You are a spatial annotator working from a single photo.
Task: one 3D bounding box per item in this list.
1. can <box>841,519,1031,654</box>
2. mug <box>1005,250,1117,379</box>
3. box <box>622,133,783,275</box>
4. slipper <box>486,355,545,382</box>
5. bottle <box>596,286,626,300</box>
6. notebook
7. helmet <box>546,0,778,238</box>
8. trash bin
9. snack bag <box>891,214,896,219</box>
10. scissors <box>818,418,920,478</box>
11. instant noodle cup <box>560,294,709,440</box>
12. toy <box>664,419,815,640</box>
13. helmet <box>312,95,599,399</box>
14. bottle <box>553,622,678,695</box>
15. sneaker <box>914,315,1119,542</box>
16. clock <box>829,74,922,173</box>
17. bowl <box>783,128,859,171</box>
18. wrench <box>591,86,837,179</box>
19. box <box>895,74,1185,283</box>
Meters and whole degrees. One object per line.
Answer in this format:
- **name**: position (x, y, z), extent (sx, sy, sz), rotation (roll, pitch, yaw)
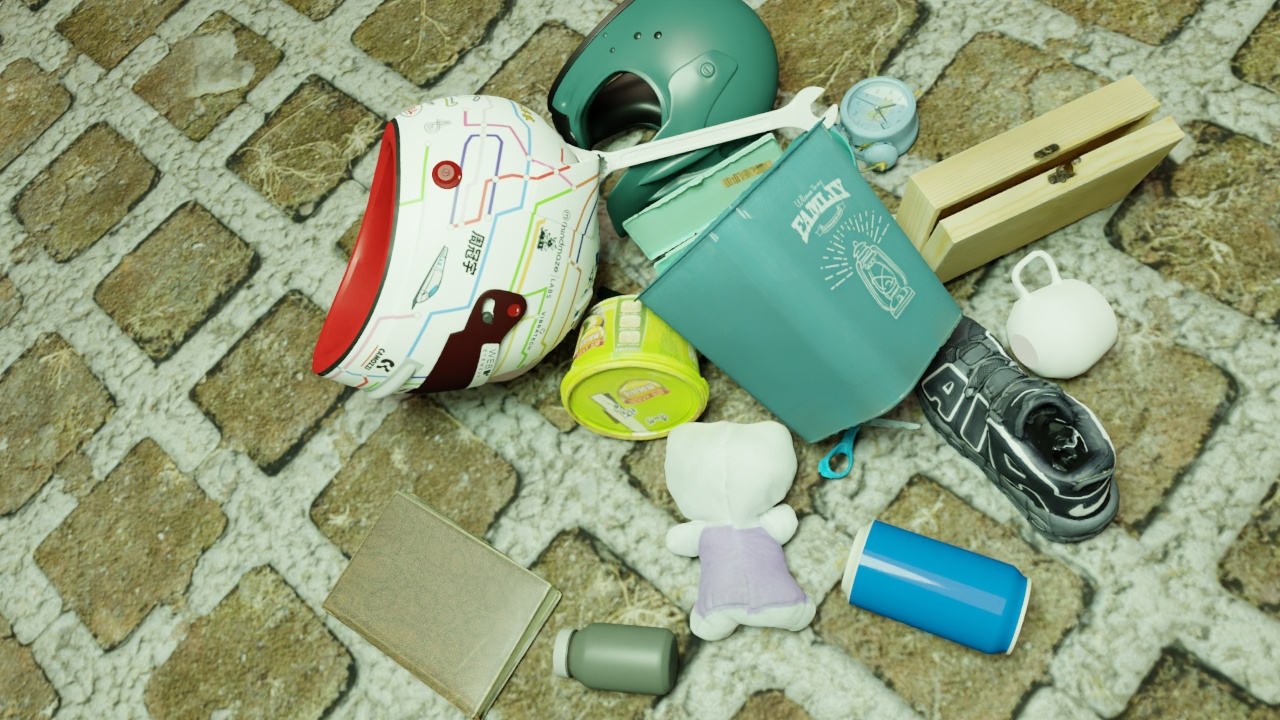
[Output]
- **can**: position (0.256, 0.198, 0.805), extent (0.146, 0.079, 0.078), rotation (17, 71, 20)
- **mug**: position (0.386, -0.042, 0.866), extent (0.076, 0.090, 0.124), rotation (-29, 98, -9)
- **box**: position (0.089, -0.143, 0.979), extent (0.187, 0.112, 0.078), rotation (-29, 41, 13)
- **slipper**: position (-0.198, -0.025, 1.032), extent (0.222, 0.056, 0.106), rotation (-9, 66, 10)
- **bottle**: position (0.005, -0.052, 1.007), extent (0.123, 0.033, 0.033), rotation (26, 74, 24)
- **notebook**: position (-0.212, 0.258, 0.917), extent (0.215, 0.034, 0.190), rotation (26, 74, 23)
- **helmet**: position (0.034, -0.282, 1.027), extent (0.275, 0.176, 0.200), rotation (-42, 76, 3)
- **trash bin**: position (0.151, -0.061, 0.847), extent (0.218, 0.200, 0.196), rotation (46, 59, -4)
- **snack bag**: position (0.252, -0.099, 0.966), extent (0.077, 0.036, 0.115), rotation (6, 67, 15)
- **scissors**: position (0.207, 0.055, 0.919), extent (0.127, 0.014, 0.127), rotation (-44, 63, -10)
- **instant noodle cup**: position (-0.006, 0.005, 0.927), extent (0.146, 0.146, 0.097), rotation (-6, 54, 11)
- **toy**: position (0.087, 0.152, 0.868), extent (0.138, 0.085, 0.209), rotation (-10, 69, 10)
- **helmet**: position (-0.162, -0.097, 0.905), extent (0.315, 0.235, 0.231), rotation (-68, 28, 12)
- **bottle**: position (-0.023, 0.275, 0.849), extent (0.108, 0.060, 0.060), rotation (0, 66, 14)
- **sneaker**: position (0.329, 0.038, 0.820), extent (0.097, 0.151, 0.252), rotation (-32, 62, -1)
- **clock**: position (0.260, -0.262, 1.030), extent (0.089, 0.052, 0.124), rotation (29, 79, 23)
- **bowl**: position (0.204, -0.189, 0.999), extent (0.046, 0.121, 0.121), rotation (-1, 56, -35)
- **wrench**: position (0.072, -0.232, 0.950), extent (0.273, 0.047, 0.009), rotation (-15, 22, -2)
- **box**: position (0.376, -0.163, 0.894), extent (0.249, 0.128, 0.092), rotation (-24, 63, -7)
